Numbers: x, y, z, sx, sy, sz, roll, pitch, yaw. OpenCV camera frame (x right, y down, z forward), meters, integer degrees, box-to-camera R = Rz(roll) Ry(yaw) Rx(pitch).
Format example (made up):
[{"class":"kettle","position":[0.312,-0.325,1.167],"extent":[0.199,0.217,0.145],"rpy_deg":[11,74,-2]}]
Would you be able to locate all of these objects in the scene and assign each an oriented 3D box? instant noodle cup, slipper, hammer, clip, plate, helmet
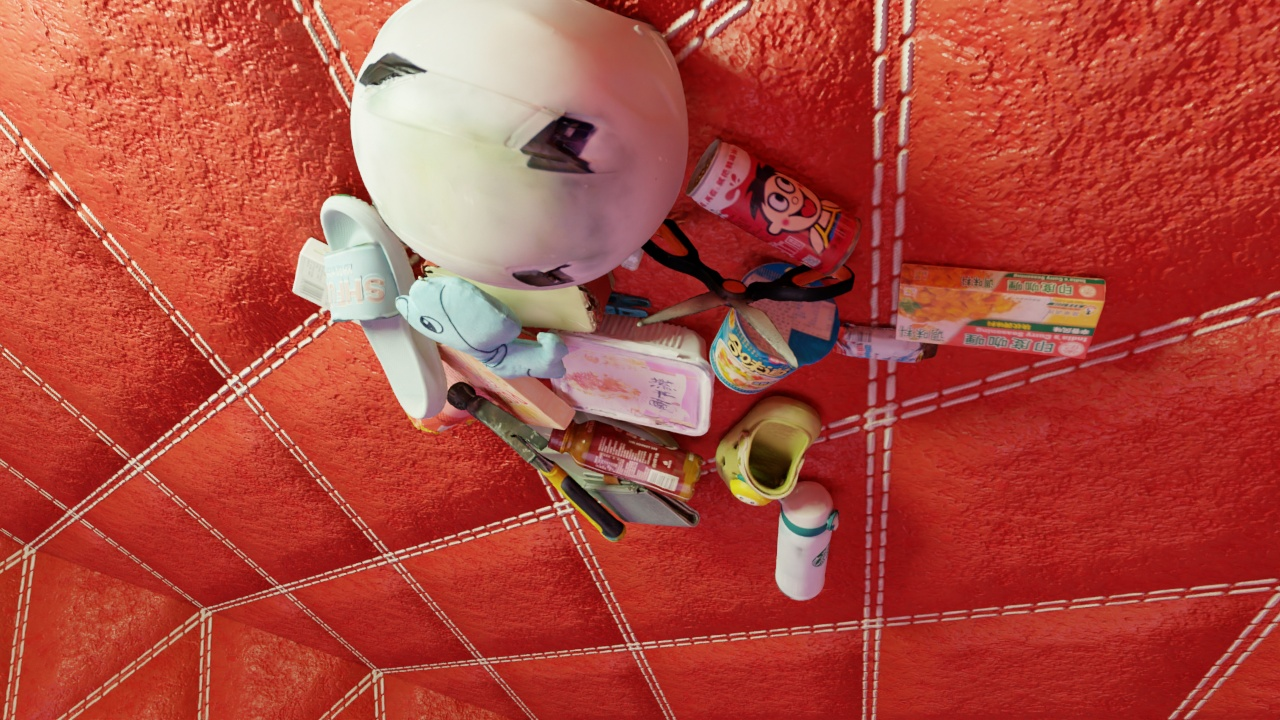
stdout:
[{"class":"instant noodle cup","position":[-0.006,0.006,0.948],"extent":[0.173,0.060,0.138],"rpy_deg":[11,145,9]},{"class":"instant noodle cup","position":[0.112,-0.020,0.834],"extent":[0.099,0.099,0.110],"rpy_deg":[23,154,-6]},{"class":"slipper","position":[-0.268,-0.046,0.922],"extent":[0.104,0.074,0.245],"rpy_deg":[5,119,48]},{"class":"hammer","position":[-0.100,0.138,1.087],"extent":[0.126,0.031,0.323],"rpy_deg":[27,163,42]},{"class":"clip","position":[-0.018,-0.055,0.904],"extent":[0.057,0.046,0.014],"rpy_deg":[11,145,10]},{"class":"slipper","position":[0.135,0.111,1.015],"extent":[0.091,0.081,0.191],"rpy_deg":[22,144,0]},{"class":"plate","position":[-0.049,0.114,1.151],"extent":[0.230,0.027,0.231],"rpy_deg":[12,146,8]},{"class":"helmet","position":[-0.101,-0.143,0.658],"extent":[0.259,0.145,0.230],"rpy_deg":[15,129,2]}]

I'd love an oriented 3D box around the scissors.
[{"class":"scissors","position":[0.079,-0.057,0.730],"extent":[0.220,0.230,0.022],"rpy_deg":[-7,126,-25]}]

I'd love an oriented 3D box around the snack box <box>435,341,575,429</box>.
[{"class":"snack box","position":[-0.148,0.019,0.973],"extent":[0.085,0.026,0.157],"rpy_deg":[2,146,51]}]

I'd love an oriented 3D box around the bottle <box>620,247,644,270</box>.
[{"class":"bottle","position":[-0.094,-0.130,0.800],"extent":[0.206,0.059,0.060],"rpy_deg":[20,146,-3]}]

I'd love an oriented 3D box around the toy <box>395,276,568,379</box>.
[{"class":"toy","position":[-0.148,-0.030,0.852],"extent":[0.162,0.049,0.156],"rpy_deg":[4,144,24]}]

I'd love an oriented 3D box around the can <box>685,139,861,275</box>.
[{"class":"can","position":[0.105,-0.120,0.723],"extent":[0.132,0.053,0.053],"rpy_deg":[27,145,-13]}]

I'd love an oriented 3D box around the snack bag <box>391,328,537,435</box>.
[{"class":"snack bag","position":[-0.198,0.013,1.052],"extent":[0.128,0.073,0.208],"rpy_deg":[28,138,-22]}]

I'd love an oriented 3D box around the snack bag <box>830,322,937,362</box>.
[{"class":"snack bag","position":[0.219,-0.015,0.843],"extent":[0.104,0.026,0.048],"rpy_deg":[8,157,16]}]

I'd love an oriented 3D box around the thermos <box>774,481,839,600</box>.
[{"class":"thermos","position":[0.208,0.228,1.155],"extent":[0.073,0.073,0.225],"rpy_deg":[9,145,13]}]

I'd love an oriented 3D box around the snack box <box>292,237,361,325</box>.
[{"class":"snack box","position":[-0.301,-0.069,1.011],"extent":[0.156,0.026,0.085],"rpy_deg":[26,145,-12]}]

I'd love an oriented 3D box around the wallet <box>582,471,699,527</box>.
[{"class":"wallet","position":[-0.003,0.170,1.148],"extent":[0.130,0.036,0.106],"rpy_deg":[-6,140,49]}]

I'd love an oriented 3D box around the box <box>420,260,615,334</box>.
[{"class":"box","position":[-0.118,-0.072,0.875],"extent":[0.168,0.077,0.091],"rpy_deg":[6,144,19]}]

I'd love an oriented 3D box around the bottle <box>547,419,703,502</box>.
[{"class":"bottle","position":[-0.018,0.109,1.053],"extent":[0.175,0.057,0.058],"rpy_deg":[19,146,-1]}]

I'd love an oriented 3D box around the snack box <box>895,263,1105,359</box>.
[{"class":"snack box","position":[0.296,-0.042,0.767],"extent":[0.156,0.027,0.077],"rpy_deg":[7,146,17]}]
